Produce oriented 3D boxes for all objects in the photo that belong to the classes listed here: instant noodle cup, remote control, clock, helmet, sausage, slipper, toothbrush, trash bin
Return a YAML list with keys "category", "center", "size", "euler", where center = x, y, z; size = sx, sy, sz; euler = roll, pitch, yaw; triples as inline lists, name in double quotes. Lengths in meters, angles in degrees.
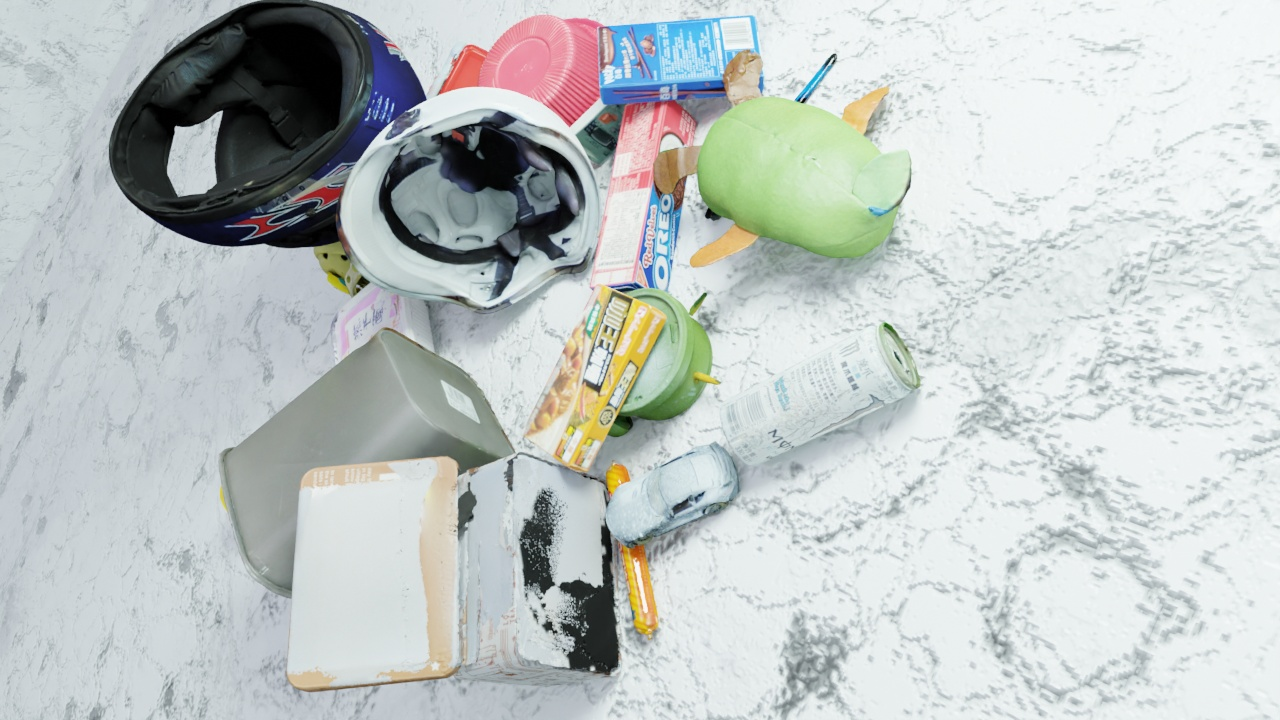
- category: "instant noodle cup"
  center: [-0.116, -0.318, 1.046]
  size: [0.194, 0.065, 0.193]
  euler: [-9, 71, 27]
- category: "remote control"
  center: [-0.015, -0.264, 0.960]
  size: [0.135, 0.056, 0.019]
  euler: [-38, 51, 21]
- category: "clock"
  center: [-0.005, 0.005, 0.830]
  size: [0.162, 0.056, 0.116]
  euler: [-24, 56, 31]
- category: "helmet"
  center: [-0.174, -0.180, 0.947]
  size: [0.259, 0.229, 0.145]
  euler: [-18, 41, 10]
- category: "helmet"
  center: [-0.386, -0.238, 1.021]
  size: [0.315, 0.240, 0.247]
  euler: [-35, 79, -5]
- category: "sausage"
  center: [-0.008, 0.158, 0.787]
  size: [0.021, 0.021, 0.165]
  euler: [-31, 53, 26]
- category: "slipper"
  center: [-0.346, -0.110, 1.154]
  size: [0.191, 0.091, 0.081]
  euler: [8, 78, 39]
- category: "instant noodle cup"
  center: [-0.298, -0.007, 1.081]
  size: [0.138, 0.060, 0.173]
  euler: [-34, 53, 26]
- category: "toothbrush"
  center: [0.122, -0.205, 0.850]
  size: [0.189, 0.016, 0.014]
  euler: [-52, 38, 6]
- category: "trash bin"
  center: [-0.264, 0.108, 0.925]
  size: [0.220, 0.198, 0.199]
  euler: [-43, 50, 8]

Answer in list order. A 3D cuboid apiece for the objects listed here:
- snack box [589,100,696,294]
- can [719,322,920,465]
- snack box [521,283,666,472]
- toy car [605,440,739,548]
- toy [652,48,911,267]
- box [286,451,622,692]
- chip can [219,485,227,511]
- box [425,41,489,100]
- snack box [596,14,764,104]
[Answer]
- category: "snack box"
  center: [0.003, -0.153, 0.895]
  size: [0.058, 0.057, 0.207]
  euler: [-3, 69, 37]
- category: "can"
  center: [0.134, 0.027, 0.700]
  size: [0.147, 0.058, 0.058]
  euler: [-29, 54, 27]
- category: "snack box"
  center: [-0.042, 0.014, 0.799]
  size: [0.075, 0.026, 0.153]
  euler: [27, 90, 44]
- category: "toy car"
  center: [0.024, 0.111, 0.762]
  size: [0.121, 0.037, 0.054]
  euler: [-29, 54, 15]
- category: "toy"
  center: [0.120, -0.161, 0.776]
  size: [0.227, 0.090, 0.247]
  euler: [-46, 51, 0]
- category: "box"
  center: [-0.142, 0.172, 0.749]
  size: [0.131, 0.272, 0.179]
  euler: [134, 138, -53]
- category: "chip can"
  center: [-0.428, 0.113, 1.133]
  size: [0.217, 0.073, 0.073]
  euler: [-41, 49, 19]
- category: "box"
  center: [-0.237, -0.296, 1.172]
  size: [0.201, 0.095, 0.101]
  euler: [-62, 5, 1]
- category: "snack box"
  center: [0.038, -0.292, 0.890]
  size: [0.157, 0.026, 0.084]
  euler: [-4, 61, 1]
